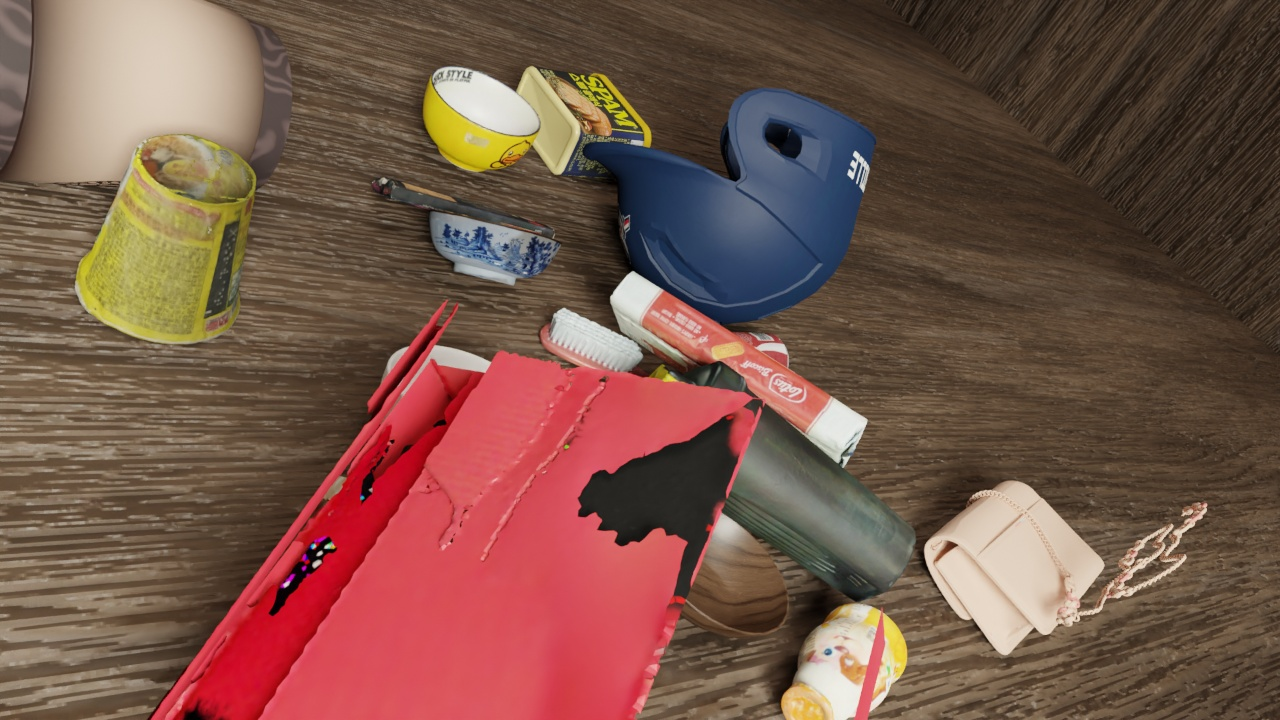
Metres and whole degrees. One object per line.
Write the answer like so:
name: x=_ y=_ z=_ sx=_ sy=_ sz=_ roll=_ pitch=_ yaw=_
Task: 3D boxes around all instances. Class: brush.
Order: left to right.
brush: x=-0.005 y=0.005 z=0.794 sx=0.172 sy=0.030 sz=0.040 roll=26 pitch=34 yaw=-12

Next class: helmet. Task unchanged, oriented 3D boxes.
helmet: x=0.071 y=-0.151 z=0.888 sx=0.272 sy=0.223 sz=0.232 roll=22 pitch=10 yaw=-1

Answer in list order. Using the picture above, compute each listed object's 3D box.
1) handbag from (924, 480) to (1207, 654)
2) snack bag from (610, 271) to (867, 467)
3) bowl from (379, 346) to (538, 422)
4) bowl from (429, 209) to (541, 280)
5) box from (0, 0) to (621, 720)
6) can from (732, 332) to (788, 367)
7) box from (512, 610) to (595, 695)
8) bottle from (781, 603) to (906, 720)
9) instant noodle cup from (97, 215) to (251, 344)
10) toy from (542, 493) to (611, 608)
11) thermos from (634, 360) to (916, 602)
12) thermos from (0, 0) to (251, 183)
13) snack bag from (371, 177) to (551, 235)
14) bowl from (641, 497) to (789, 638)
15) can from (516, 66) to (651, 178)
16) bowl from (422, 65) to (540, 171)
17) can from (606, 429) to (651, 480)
handbag: x=0.364 y=0.140 z=0.789 sx=0.198 sy=0.188 sz=0.116 roll=-18 pitch=65 yaw=-44
snack bag: x=0.075 y=0.010 z=0.734 sx=0.225 sy=0.077 sz=0.041 roll=32 pitch=76 yaw=16
bowl: x=-0.126 y=0.039 z=0.616 sx=0.105 sy=0.054 sz=0.104 roll=22 pitch=22 yaw=-9
bowl: x=-0.127 y=-0.091 z=0.778 sx=0.114 sy=0.045 sz=0.114 roll=13 pitch=2 yaw=-1
box: x=-0.085 y=0.042 z=0.308 sx=0.107 sy=0.411 sz=0.210 roll=25 pitch=54 yaw=6
can: x=0.090 y=0.000 z=0.857 sx=0.096 sy=0.054 sz=0.054 roll=0 pitch=46 yaw=-40
box: x=-0.105 y=0.128 z=0.533 sx=0.187 sy=0.054 sz=0.078 roll=35 pitch=1 yaw=0
bottle: x=0.135 y=0.210 z=0.621 sx=0.063 sy=0.063 sz=0.108 roll=47 pitch=36 yaw=19
instant noodle cup: x=-0.295 y=-0.080 z=0.584 sx=0.102 sy=0.108 sz=0.102 roll=24 pitch=35 yaw=-18
toy: x=-0.050 y=0.115 z=0.596 sx=0.099 sy=0.063 sz=0.076 roll=-33 pitch=108 yaw=-62
thermos: x=0.094 y=0.085 z=0.669 sx=0.221 sy=0.098 sz=0.097 roll=38 pitch=33 yaw=-6
thermos: x=-0.373 y=-0.193 z=0.620 sx=0.225 sy=0.173 sz=0.172 roll=0 pitch=45 yaw=-48
snack bag: x=-0.158 y=-0.136 z=0.825 sx=0.155 sy=0.018 sz=0.075 roll=11 pitch=9 yaw=-29
bowl: x=0.046 y=0.151 z=0.641 sx=0.119 sy=0.032 sz=0.119 roll=27 pitch=26 yaw=-15
can: x=-0.071 y=-0.270 z=1.047 sx=0.104 sy=0.075 sz=0.135 roll=-6 pitch=50 yaw=-41
bowl: x=-0.166 y=-0.234 z=0.925 sx=0.117 sy=0.068 sz=0.117 roll=22 pitch=35 yaw=-17
can: x=0.013 y=0.068 z=0.725 sx=0.095 sy=0.032 sz=0.032 roll=-16 pitch=57 yaw=-49
